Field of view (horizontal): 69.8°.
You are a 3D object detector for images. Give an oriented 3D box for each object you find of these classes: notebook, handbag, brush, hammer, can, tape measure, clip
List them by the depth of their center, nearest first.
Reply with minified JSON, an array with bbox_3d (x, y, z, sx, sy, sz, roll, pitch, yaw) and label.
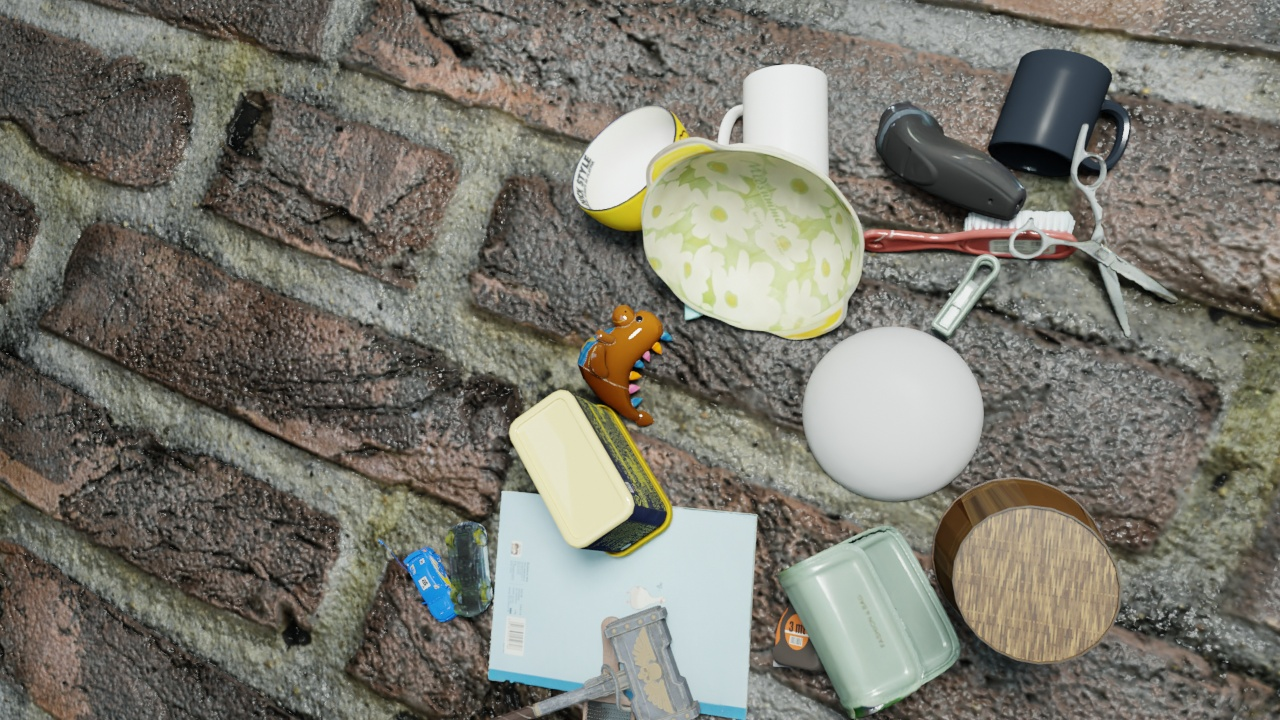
[{"bbox_3d":[0.179,0.202,0.720,0.106,0.067,0.121,-17,72,-29],"label":"handbag"},{"bbox_3d":[0.271,-0.054,0.764,0.023,0.042,0.076,37,96,17],"label":"clip"},{"bbox_3d":[0.272,-0.107,0.768,0.172,0.041,0.030,4,68,22],"label":"brush"},{"bbox_3d":[0.144,0.231,0.769,0.058,0.038,0.058,-13,66,54],"label":"tape measure"},{"bbox_3d":[-0.115,0.316,0.805,0.322,0.044,0.098,-21,78,4],"label":"hammer"},{"bbox_3d":[-0.044,0.100,0.807,0.075,0.104,0.135,-35,68,8],"label":"can"},{"bbox_3d":[-0.029,0.300,0.826,0.050,0.015,0.135,0,85,18],"label":"brush"},{"bbox_3d":[-0.022,0.221,0.845,0.254,0.009,0.181,3,85,19],"label":"notebook"}]

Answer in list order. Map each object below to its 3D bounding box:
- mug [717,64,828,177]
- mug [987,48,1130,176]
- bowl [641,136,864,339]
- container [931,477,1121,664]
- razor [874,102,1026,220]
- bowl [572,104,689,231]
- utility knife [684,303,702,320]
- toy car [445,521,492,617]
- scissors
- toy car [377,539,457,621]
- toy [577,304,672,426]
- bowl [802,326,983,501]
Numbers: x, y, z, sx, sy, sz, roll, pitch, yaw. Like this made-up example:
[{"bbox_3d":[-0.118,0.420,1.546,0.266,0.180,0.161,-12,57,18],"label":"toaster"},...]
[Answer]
[{"bbox_3d":[0.114,-0.200,0.818,0.111,0.073,0.090,-6,81,44],"label":"mug"},{"bbox_3d":[0.343,-0.192,0.739,0.105,0.071,0.077,20,91,-7],"label":"mug"},{"bbox_3d":[0.097,-0.113,0.777,0.189,0.219,0.060,-22,33,40],"label":"bowl"},{"bbox_3d":[0.279,0.152,0.665,0.132,0.167,0.132,-2,83,19],"label":"container"},{"bbox_3d":[0.258,-0.164,0.760,0.063,0.053,0.140,-35,59,-26],"label":"razor"},{"bbox_3d":[0.003,-0.166,0.838,0.117,0.067,0.117,-22,49,29],"label":"bowl"},{"bbox_3d":[0.049,-0.119,0.858,0.022,0.015,0.165,-6,79,20],"label":"utility knife"},{"bbox_3d":[-0.164,0.201,0.887,0.039,0.027,0.089,-10,79,16],"label":"toy car"},{"bbox_3d":[0.361,-0.099,0.712,0.141,0.014,0.158,10,105,-1],"label":"scissors"},{"bbox_3d":[-0.215,0.211,0.885,0.033,0.062,0.092,-37,74,12],"label":"toy car"},{"bbox_3d":[-0.005,0.005,0.851,0.090,0.070,0.103,-42,95,-3],"label":"toy"},{"bbox_3d":[0.207,0.043,0.767,0.150,0.043,0.149,-2,83,19],"label":"bowl"}]
